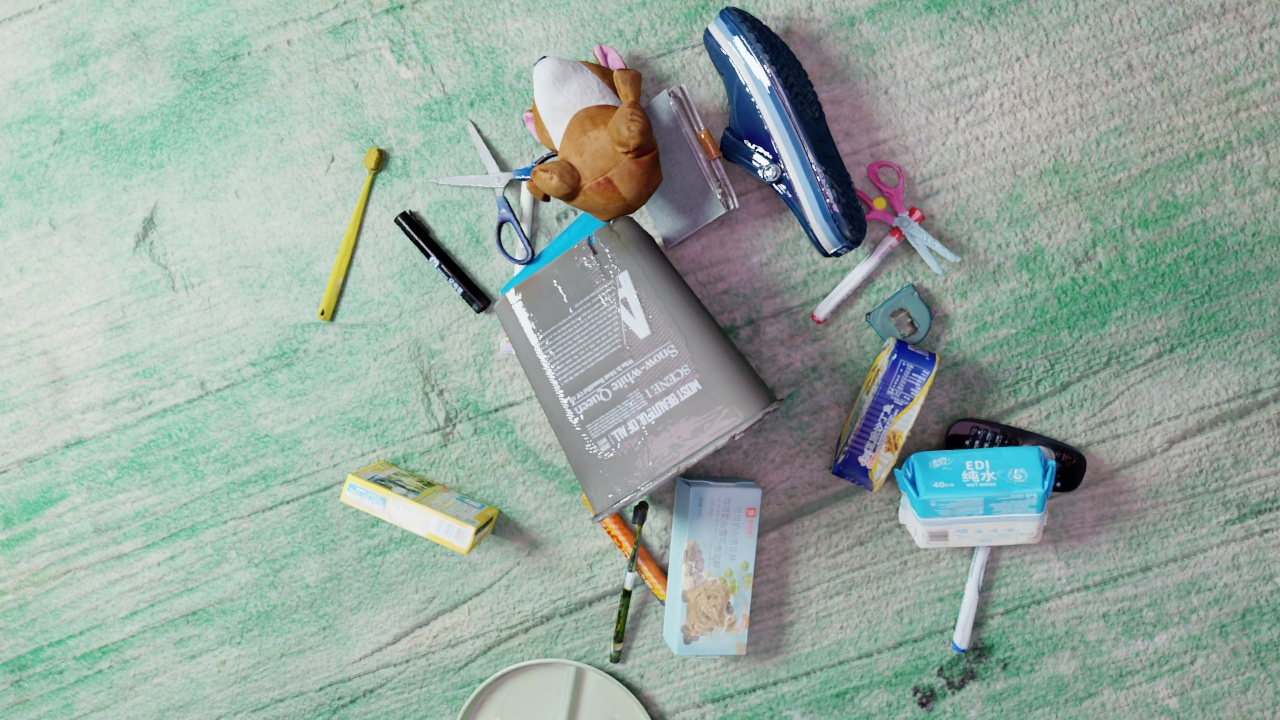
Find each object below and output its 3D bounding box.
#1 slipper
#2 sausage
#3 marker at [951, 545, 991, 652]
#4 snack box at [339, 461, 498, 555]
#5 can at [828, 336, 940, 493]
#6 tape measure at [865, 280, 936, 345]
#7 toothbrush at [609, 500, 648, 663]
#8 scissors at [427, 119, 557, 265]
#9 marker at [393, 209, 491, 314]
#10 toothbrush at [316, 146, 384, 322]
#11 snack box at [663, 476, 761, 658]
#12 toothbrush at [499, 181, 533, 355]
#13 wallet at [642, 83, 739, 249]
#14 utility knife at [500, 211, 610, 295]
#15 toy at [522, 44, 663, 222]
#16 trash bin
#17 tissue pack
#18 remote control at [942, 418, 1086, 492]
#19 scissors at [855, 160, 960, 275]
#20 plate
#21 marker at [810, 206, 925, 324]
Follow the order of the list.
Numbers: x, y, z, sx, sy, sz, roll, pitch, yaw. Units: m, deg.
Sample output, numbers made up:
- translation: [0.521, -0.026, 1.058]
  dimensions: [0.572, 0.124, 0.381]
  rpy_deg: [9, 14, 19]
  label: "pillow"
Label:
- translation: [0.128, -0.208, 0.869]
  dimensions: [0.095, 0.104, 0.253]
  rpy_deg: [-28, 87, 28]
  label: "slipper"
- translation: [-0.008, 0.194, 0.943]
  dimensions: [0.021, 0.021, 0.165]
  rpy_deg: [-38, 89, 7]
  label: "sausage"
- translation: [0.332, 0.219, 0.910]
  dimensions: [0.017, 0.017, 0.146]
  rpy_deg: [12, 95, 5]
  label: "marker"
- translation: [-0.221, 0.147, 0.931]
  dimensions: [0.140, 0.087, 0.034]
  rpy_deg: [24, 95, 4]
  label: "snack box"
- translation: [0.232, 0.052, 0.881]
  dimensions: [0.049, 0.074, 0.148]
  rpy_deg: [24, 102, 6]
  label: "can"
- translation: [0.257, -0.040, 0.897]
  dimensions: [0.058, 0.025, 0.054]
  rpy_deg: [-38, 88, 8]
  label: "tape measure"
- translation: [-0.014, 0.228, 0.931]
  dimensions: [0.012, 0.017, 0.186]
  rpy_deg: [19, 109, 27]
  label: "toothbrush"
- translation: [-0.133, -0.173, 0.922]
  dimensions: [0.176, 0.012, 0.162]
  rpy_deg: [-8, 82, 12]
  label: "scissors"
- translation: [-0.204, -0.102, 0.947]
  dimensions: [0.022, 0.020, 0.132]
  rpy_deg: [-41, 87, -22]
  label: "marker"
- translation: [-0.304, -0.131, 0.956]
  dimensions: [0.016, 0.016, 0.190]
  rpy_deg: [21, 96, 5]
  label: "toothbrush"
- translation: [0.070, 0.203, 0.911]
  dimensions: [0.074, 0.051, 0.175]
  rpy_deg: [4, 95, -14]
  label: "snack box"
- translation: [-0.124, -0.100, 0.938]
  dimensions: [0.029, 0.020, 0.189]
  rpy_deg: [11, 95, 48]
  label: "toothbrush"
- translation: [0.036, -0.186, 0.888]
  dimensions: [0.107, 0.036, 0.129]
  rpy_deg: [-26, 90, 46]
  label: "wallet"
- translation: [-0.070, -0.117, 0.923]
  dimensions: [0.185, 0.018, 0.034]
  rpy_deg: [-45, 95, -2]
  label: "utility knife"
- translation: [-0.054, -0.217, 0.839]
  dimensions: [0.140, 0.199, 0.130]
  rpy_deg: [-30, 129, 13]
  label: "toy"
- translation: [-0.005, 0.005, 0.852]
  dimensions: [0.199, 0.198, 0.219]
  rpy_deg: [-33, 84, 7]
  label: "trash bin"
- translation: [0.313, 0.126, 0.861]
  dimensions: [0.140, 0.063, 0.090]
  rpy_deg: [-6, 136, 14]
  label: "tissue pack"
- translation: [0.362, 0.091, 0.894]
  dimensions: [0.136, 0.024, 0.053]
  rpy_deg: [16, 99, 4]
  label: "remote control"
- translation: [0.259, -0.140, 0.880]
  dimensions: [0.137, 0.017, 0.076]
  rpy_deg: [40, 89, 20]
  label: "scissors"
- translation: [-0.088, 0.422, 0.965]
  dimensions: [0.230, 0.027, 0.230]
  rpy_deg: [0, 94, 6]
  label: "plate"
- translation: [0.222, -0.092, 0.901]
  dimensions: [0.017, 0.017, 0.145]
  rpy_deg: [44, 97, 2]
  label: "marker"
